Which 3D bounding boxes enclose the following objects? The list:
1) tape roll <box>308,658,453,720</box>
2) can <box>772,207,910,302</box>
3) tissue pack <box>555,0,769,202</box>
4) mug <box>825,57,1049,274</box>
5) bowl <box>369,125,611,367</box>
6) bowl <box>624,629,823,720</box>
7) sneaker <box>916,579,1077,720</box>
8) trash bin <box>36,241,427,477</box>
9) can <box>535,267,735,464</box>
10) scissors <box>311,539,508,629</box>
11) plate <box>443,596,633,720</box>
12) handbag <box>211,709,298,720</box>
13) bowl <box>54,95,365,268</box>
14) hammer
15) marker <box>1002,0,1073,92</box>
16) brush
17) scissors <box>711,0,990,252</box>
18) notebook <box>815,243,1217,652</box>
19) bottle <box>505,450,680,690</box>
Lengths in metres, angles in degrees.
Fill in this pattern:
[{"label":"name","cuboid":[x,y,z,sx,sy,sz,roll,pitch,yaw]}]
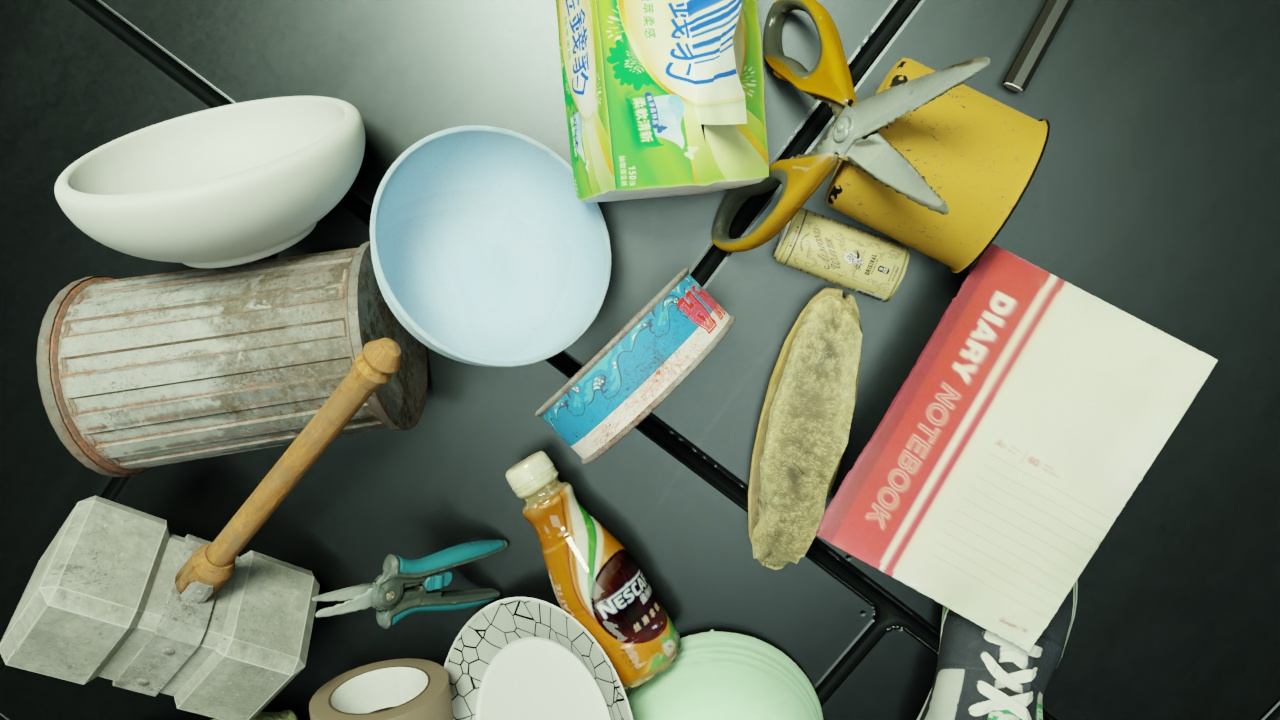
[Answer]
[{"label":"tape roll","cuboid":[-0.178,0.241,0.635,0.094,0.093,0.030,-5,97,5]},{"label":"can","cuboid":[0.128,-0.069,0.591,0.079,0.038,0.038,21,99,2]},{"label":"tissue pack","cuboid":[0.022,-0.193,0.517,0.120,0.141,0.198,-15,100,-20]},{"label":"mug","cuboid":[0.177,-0.127,0.556,0.094,0.101,0.123,27,59,2]},{"label":"bowl","cuboid":[-0.101,-0.064,0.582,0.150,0.075,0.150,5,77,-24]},{"label":"bowl","cuboid":[0.054,0.271,0.628,0.151,0.077,0.151,1,98,4]},{"label":"sneaker","cuboid":[0.234,0.214,0.603,0.084,0.079,0.235,16,99,3]},{"label":"trash bin","cuboid":[-0.259,-0.001,0.590,0.211,0.130,0.131,-8,97,4]},{"label":"can","cuboid":[-0.003,0.003,0.567,0.130,0.130,0.044,-44,93,9]},{"label":"scissors","cuboid":[-0.144,0.145,0.610,0.019,0.143,0.126,16,141,40]},{"label":"plate","cuboid":[-0.071,0.257,0.626,0.189,0.016,0.188,-4,84,38]},{"label":"handbag","cuboid":[-0.322,0.325,0.653,0.186,0.113,0.117,-17,104,6]},{"label":"bowl","cuboid":[-0.252,-0.104,0.564,0.177,0.176,0.066,-6,122,6]},{"label":"hammer","cuboid":[-0.232,0.092,0.550,0.162,0.082,0.318,30,120,-29]},{"label":"marker","cuboid":[0.263,-0.226,0.566,0.017,0.021,0.124,16,105,-43]},{"label":"brush","cuboid":[0.108,0.049,0.607,0.059,0.043,0.195,13,100,3]},{"label":"scissors","cuboid":[0.103,-0.124,0.531,0.016,0.225,0.217,9,127,-29]},{"label":"notebook","cuboid":[0.223,0.055,0.559,0.153,0.012,0.209,28,100,3]},{"label":"bottle","cuboid":[-0.037,0.140,0.626,0.059,0.059,0.167,-31,91,8]}]
